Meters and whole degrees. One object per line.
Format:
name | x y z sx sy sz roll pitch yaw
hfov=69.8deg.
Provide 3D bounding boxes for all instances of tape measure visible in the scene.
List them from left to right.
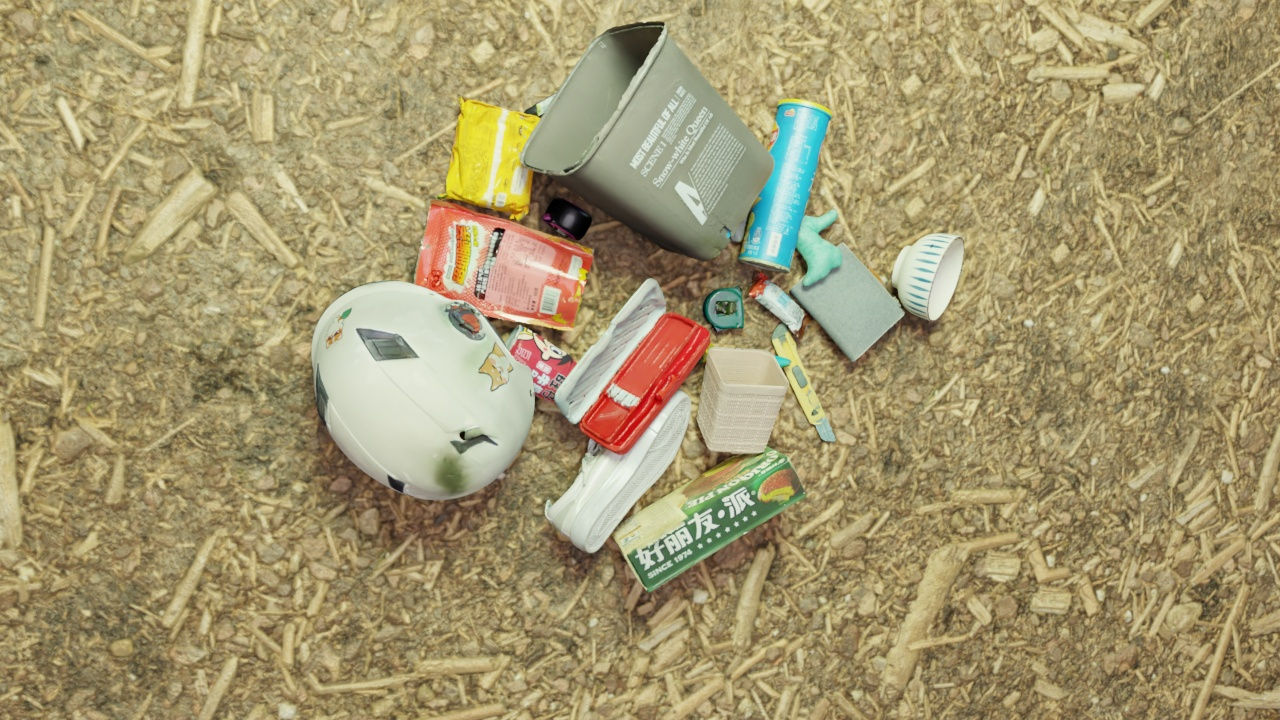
tape measure | -0.091 -0.173 1.132 0.057 0.058 0.039 30 90 -16
tape measure | 0.110 -0.067 1.204 0.054 0.025 0.058 -7 97 -12

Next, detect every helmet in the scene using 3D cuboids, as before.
helmet | -0.249 0.055 1.028 0.230 0.156 0.274 -37 118 15

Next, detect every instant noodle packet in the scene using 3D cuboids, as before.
instant noodle packet | -0.179 -0.242 1.112 0.110 0.044 0.128 12 94 -12

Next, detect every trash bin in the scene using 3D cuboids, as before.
trash bin | 0.016 -0.242 1.068 0.219 0.199 0.199 34 88 -30

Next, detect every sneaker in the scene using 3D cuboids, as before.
sneaker | -0.030 0.127 1.175 0.241 0.091 0.089 -51 149 -19

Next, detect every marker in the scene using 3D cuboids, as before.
marker | -0.091 -0.329 1.137 0.124 0.015 0.018 -30 101 -4

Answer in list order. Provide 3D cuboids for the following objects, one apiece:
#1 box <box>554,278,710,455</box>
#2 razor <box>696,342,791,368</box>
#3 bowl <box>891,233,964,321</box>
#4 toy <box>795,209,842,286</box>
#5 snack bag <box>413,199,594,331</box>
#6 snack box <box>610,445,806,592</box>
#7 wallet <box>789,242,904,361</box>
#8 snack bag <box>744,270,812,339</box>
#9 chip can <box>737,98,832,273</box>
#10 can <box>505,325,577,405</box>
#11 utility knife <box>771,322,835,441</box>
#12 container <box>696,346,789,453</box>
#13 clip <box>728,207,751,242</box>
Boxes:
box | -0.006 0.007 1.127 0.094 0.100 0.200 28 72 29
razor | 0.135 -0.005 1.215 0.132 0.028 0.043 8 69 -9
bowl | 0.378 -0.116 1.225 0.066 0.116 0.116 22 92 31
toy | 0.231 -0.156 1.208 0.096 0.030 0.092 -34 76 -5
snack bag | -0.168 -0.111 1.123 0.208 0.073 0.128 13 95 -9
snack box | 0.084 0.196 1.183 0.240 0.114 0.063 -30 101 -8
wallet | 0.279 -0.081 1.232 0.106 0.037 0.129 -42 91 -6
snack bag | 0.185 -0.074 1.218 0.105 0.026 0.045 39 56 -12
chip can | 0.185 -0.222 1.178 0.071 0.071 0.210 14 93 -13
can | -0.128 0.007 1.140 0.094 0.066 0.066 33 89 -14
utility knife | 0.221 0.034 1.248 0.031 0.019 0.183 -27 106 -2
container | 0.126 0.054 1.175 0.090 0.089 0.111 3 121 -14
clip | 0.128 -0.183 1.198 0.026 0.037 0.058 14 95 -18
